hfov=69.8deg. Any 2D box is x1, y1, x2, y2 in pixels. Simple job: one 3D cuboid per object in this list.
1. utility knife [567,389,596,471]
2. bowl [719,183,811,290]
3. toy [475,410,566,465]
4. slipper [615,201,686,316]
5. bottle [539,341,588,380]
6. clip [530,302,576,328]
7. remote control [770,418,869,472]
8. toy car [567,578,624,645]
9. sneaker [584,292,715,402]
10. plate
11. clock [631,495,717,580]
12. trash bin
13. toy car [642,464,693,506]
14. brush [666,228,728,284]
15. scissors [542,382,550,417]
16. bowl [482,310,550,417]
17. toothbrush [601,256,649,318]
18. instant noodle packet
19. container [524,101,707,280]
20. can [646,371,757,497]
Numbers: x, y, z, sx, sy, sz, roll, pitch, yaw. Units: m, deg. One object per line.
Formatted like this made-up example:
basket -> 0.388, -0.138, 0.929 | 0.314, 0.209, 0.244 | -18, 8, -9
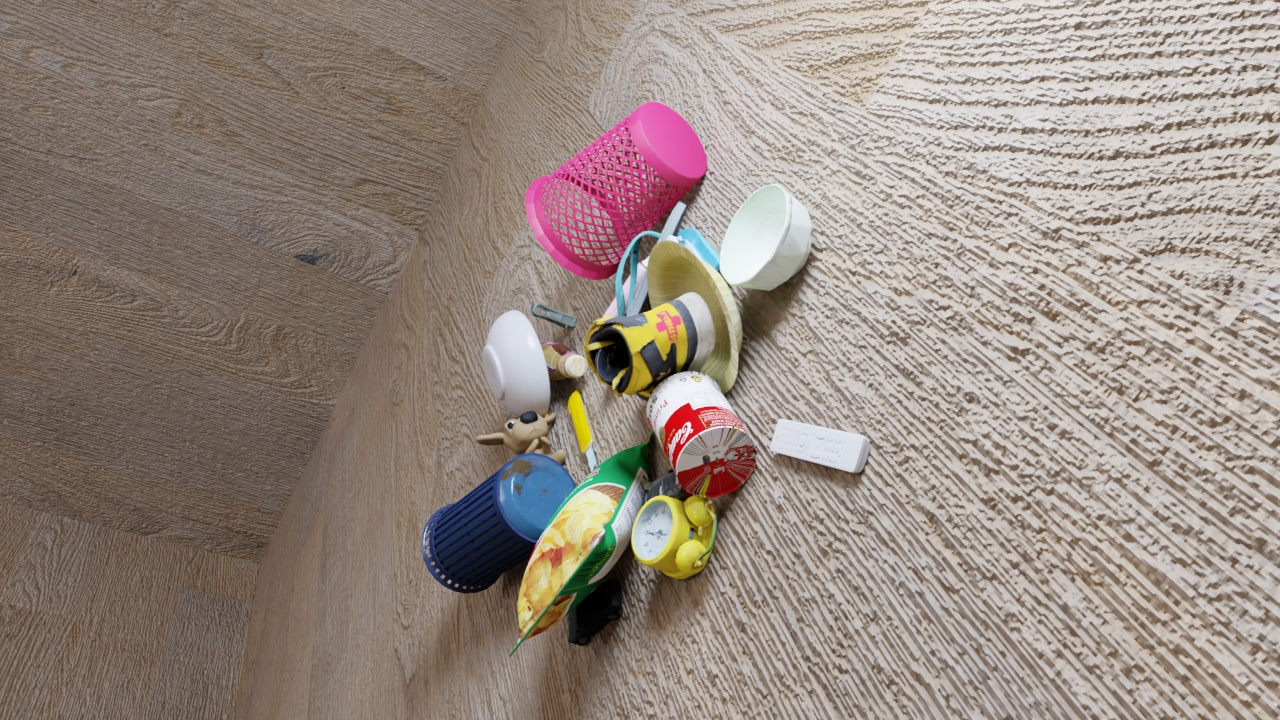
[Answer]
utility knife -> -0.085, 0.099, 1.320 | 0.030, 0.018, 0.191 | -63, 22, 22
bowl -> 0.144, -0.126, 0.993 | 0.118, 0.061, 0.117 | -45, 34, 42
toy -> -0.164, 0.128, 1.377 | 0.108, 0.134, 0.106 | 56, 149, 31
slipper -> -0.010, -0.098, 1.257 | 0.098, 0.055, 0.269 | -47, -19, -73
bottle -> -0.127, 0.003, 1.430 | 0.166, 0.059, 0.059 | 9, 79, 64
clip -> -0.147, -0.073, 1.516 | 0.051, 0.078, 0.023 | 147, 140, -74
remote control -> 0.164, 0.078, 0.849 | 0.131, 0.012, 0.033 | 8, 80, 64
toy car -> -0.057, 0.298, 1.088 | 0.112, 0.034, 0.046 | -47, 32, 38
sneaker -> -0.006, 0.006, 1.057 | 0.086, 0.122, 0.239 | 65, 157, 16
plate -> 0.071, -0.053, 1.039 | 0.184, 0.036, 0.185 | 49, 152, 37
clock -> 0.042, 0.183, 0.959 | 0.119, 0.057, 0.083 | -15, 57, 50
trash bin -> -0.197, 0.230, 1.302 | 0.250, 0.139, 0.139 | -37, 39, 45
toy car -> 0.031, 0.149, 1.029 | 0.091, 0.036, 0.042 | -40, 37, 44
brush -> 0.061, -0.130, 1.144 | 0.055, 0.075, 0.135 | -58, 27, 20
scissors -> -0.176, 0.086, 1.518 | 0.126, 0.011, 0.128 | -15, 56, 58
bowl -> -0.206, 0.013, 1.449 | 0.176, 0.066, 0.177 | 45, 143, 49
toothbrush -> -0.007, -0.111, 1.324 | 0.223, 0.027, 0.026 | -55, 28, 24
instant noodle packet -> -0.065, 0.208, 1.080 | 0.196, 0.090, 0.252 | -54, 2, 27
container -> -0.027, -0.252, 1.322 | 0.226, 0.183, 0.182 | -34, 41, 39
can -> 0.062, 0.076, 0.966 | 0.087, 0.086, 0.116 | -59, 27, 18
